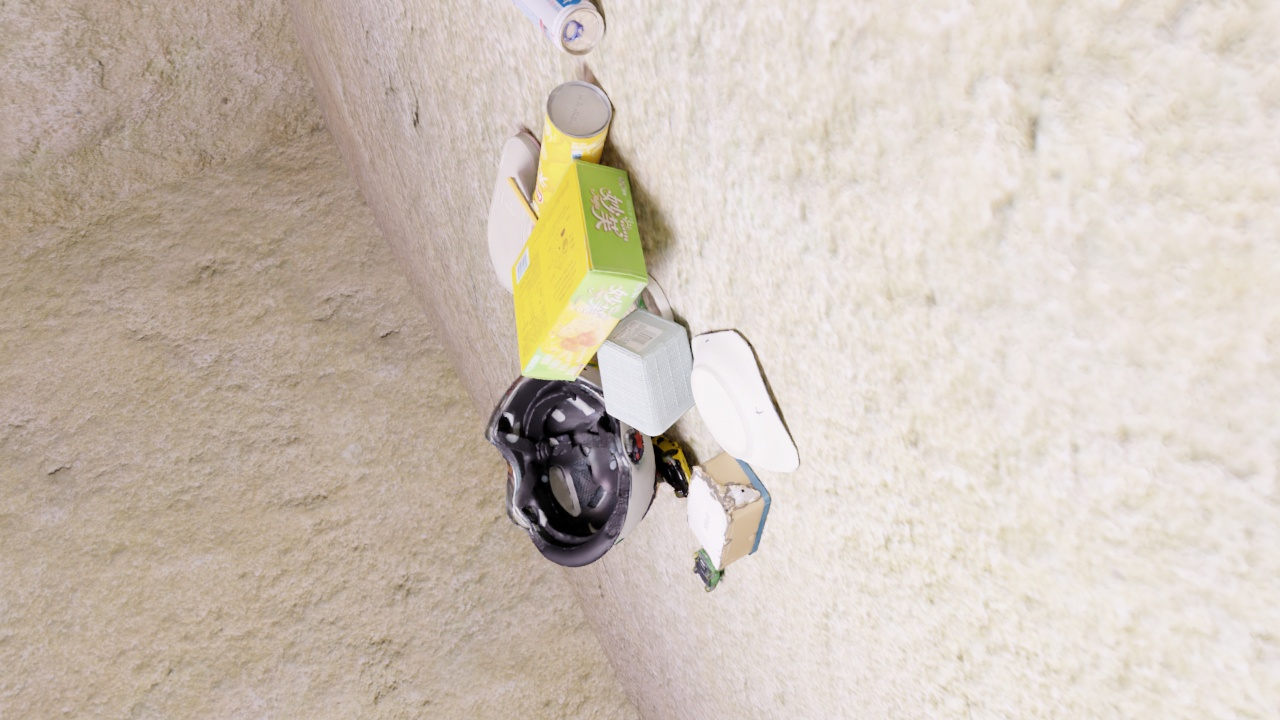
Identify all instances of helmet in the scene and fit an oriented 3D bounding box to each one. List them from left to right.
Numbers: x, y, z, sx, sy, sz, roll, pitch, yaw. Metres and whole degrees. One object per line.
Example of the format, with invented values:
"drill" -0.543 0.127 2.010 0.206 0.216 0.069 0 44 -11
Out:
"helmet" -0.072 0.131 1.239 0.231 0.156 0.274 -39 70 31

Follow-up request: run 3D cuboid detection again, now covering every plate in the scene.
"plate" 0.097 0.050 0.983 0.164 0.034 0.164 65 163 -6

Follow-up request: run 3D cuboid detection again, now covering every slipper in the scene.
"slipper" -0.170 -0.211 1.340 0.114 0.054 0.275 46 143 28

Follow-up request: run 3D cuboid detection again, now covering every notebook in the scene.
"notebook" -0.117 -0.151 1.208 0.206 0.010 0.146 58 -179 -12

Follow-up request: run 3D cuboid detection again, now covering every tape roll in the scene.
"tape roll" 0.013 -0.065 1.101 0.085 0.014 0.086 55 161 29

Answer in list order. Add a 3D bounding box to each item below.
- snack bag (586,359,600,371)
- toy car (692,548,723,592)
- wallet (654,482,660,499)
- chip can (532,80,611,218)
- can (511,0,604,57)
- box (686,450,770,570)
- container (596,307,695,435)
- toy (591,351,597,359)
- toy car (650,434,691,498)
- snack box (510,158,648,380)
"snack bag" -0.087 0.064 1.491 0.246 0.068 0.158 33 146 60
"toy car" 0.099 0.302 1.332 0.043 0.036 0.091 53 159 29
"wallet" 0.004 0.139 1.349 0.087 0.024 0.115 -78 -27 -64
"chip can" -0.081 -0.229 1.049 0.072 0.072 0.214 61 162 11
"can" -0.089 -0.357 0.917 0.134 0.053 0.053 52 160 34
"box" 0.103 0.187 1.120 0.089 0.062 0.185 56 163 27
"container" 0.007 0.009 1.068 0.090 0.090 0.112 25 142 37
"toy" -0.064 -0.034 1.311 0.105 0.066 0.157 32 169 -7
"toy car" 0.042 0.142 1.262 0.071 0.041 0.156 69 168 -15
"snack box" -0.075 -0.095 1.024 0.211 0.070 0.157 -50 42 48
